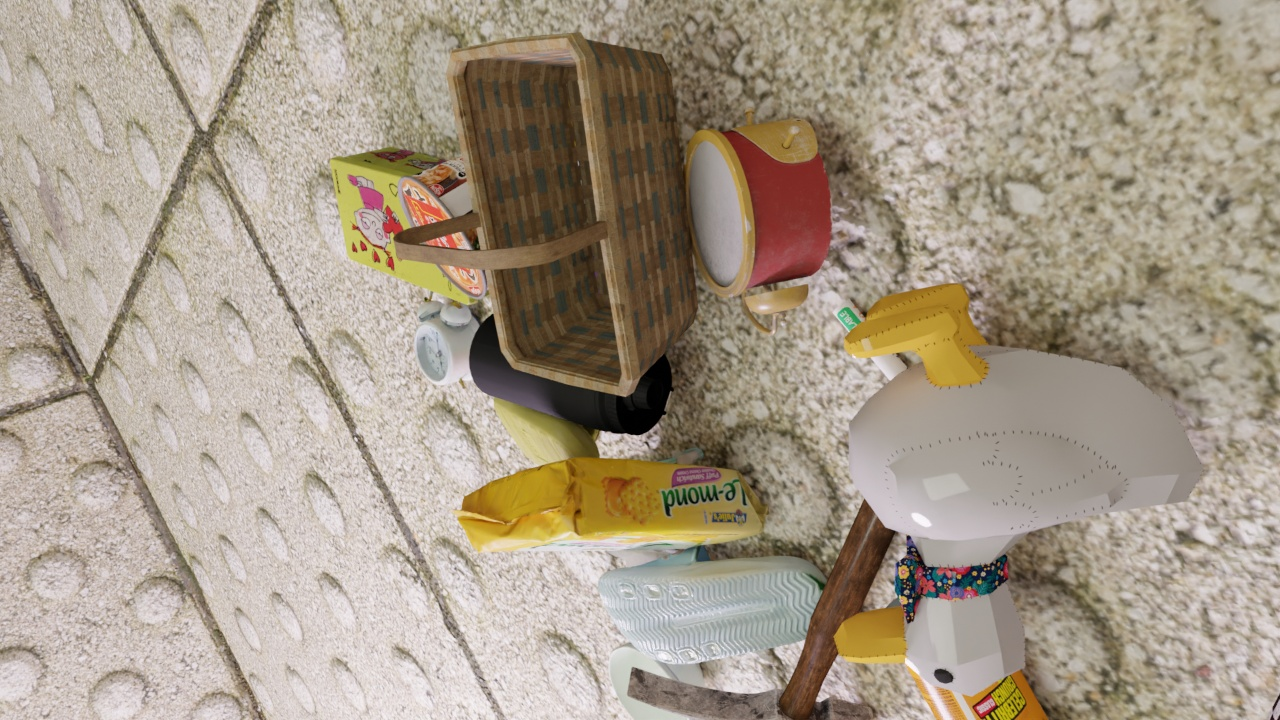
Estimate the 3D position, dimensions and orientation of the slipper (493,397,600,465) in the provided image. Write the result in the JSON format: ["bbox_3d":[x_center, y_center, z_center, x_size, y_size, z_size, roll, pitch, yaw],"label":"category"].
[{"bbox_3d":[-0.083,0.061,0.926,0.091,0.081,0.191,56,162,-23],"label":"slipper"}]

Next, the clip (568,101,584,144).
[{"bbox_3d":[-0.057,-0.208,0.811,0.054,0.044,0.049,-11,67,49],"label":"clip"}]

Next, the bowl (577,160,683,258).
[{"bbox_3d":[0.003,-0.131,0.753,0.118,0.062,0.118,24,126,37],"label":"bowl"}]

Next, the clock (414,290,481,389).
[{"bbox_3d":[-0.217,-0.028,1.043,0.083,0.056,0.118,5,107,45],"label":"clock"}]

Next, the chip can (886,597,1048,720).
[{"bbox_3d":[0.266,0.274,0.687,0.075,0.075,0.215,-32,86,49],"label":"chip can"}]

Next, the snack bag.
[{"bbox_3d":[-0.022,0.129,0.804,0.160,0.246,0.068,-19,69,47],"label":"snack bag"}]

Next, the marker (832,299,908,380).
[{"bbox_3d":[0.193,0.015,0.669,0.145,0.017,0.017,52,138,12],"label":"marker"}]

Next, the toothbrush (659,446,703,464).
[{"bbox_3d":[0.000,0.110,0.923,0.181,0.016,0.016,-23,94,50],"label":"toothbrush"}]

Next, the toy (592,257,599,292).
[{"bbox_3d":[-0.033,-0.065,0.832,0.106,0.055,0.088,11,122,3],"label":"toy"}]

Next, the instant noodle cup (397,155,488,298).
[{"bbox_3d":[-0.131,-0.140,0.825,0.123,0.121,0.124,42,156,24],"label":"instant noodle cup"}]

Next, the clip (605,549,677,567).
[{"bbox_3d":[0.008,0.219,0.975,0.102,0.046,0.056,0,106,47],"label":"clip"}]

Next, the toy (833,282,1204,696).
[{"bbox_3d":[0.214,0.085,0.584,0.247,0.140,0.267,-17,97,27],"label":"toy"}]

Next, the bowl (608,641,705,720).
[{"bbox_3d":[0.027,0.342,0.982,0.117,0.061,0.118,24,126,37],"label":"bowl"}]

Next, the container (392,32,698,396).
[{"bbox_3d":[-0.071,-0.098,0.654,0.158,0.185,0.250,12,118,43],"label":"container"}]

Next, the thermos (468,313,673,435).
[{"bbox_3d":[-0.056,0.012,0.827,0.199,0.085,0.086,14,120,37],"label":"thermos"}]

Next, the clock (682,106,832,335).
[{"bbox_3d":[0.090,-0.095,0.659,0.117,0.081,0.159,-127,29,-58],"label":"clock"}]

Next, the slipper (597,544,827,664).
[{"bbox_3d":[0.071,0.225,0.871,0.246,0.074,0.104,-15,104,33],"label":"slipper"}]

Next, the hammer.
[{"bbox_3d":[0.125,0.201,0.762,0.218,0.037,0.301,15,118,0],"label":"hammer"}]

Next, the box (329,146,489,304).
[{"bbox_3d":[-0.228,-0.148,0.972,0.221,0.081,0.124,25,126,37],"label":"box"}]

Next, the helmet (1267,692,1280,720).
[{"bbox_3d":[0.396,0.214,0.381,0.234,0.253,0.234,20,99,32],"label":"helmet"}]
